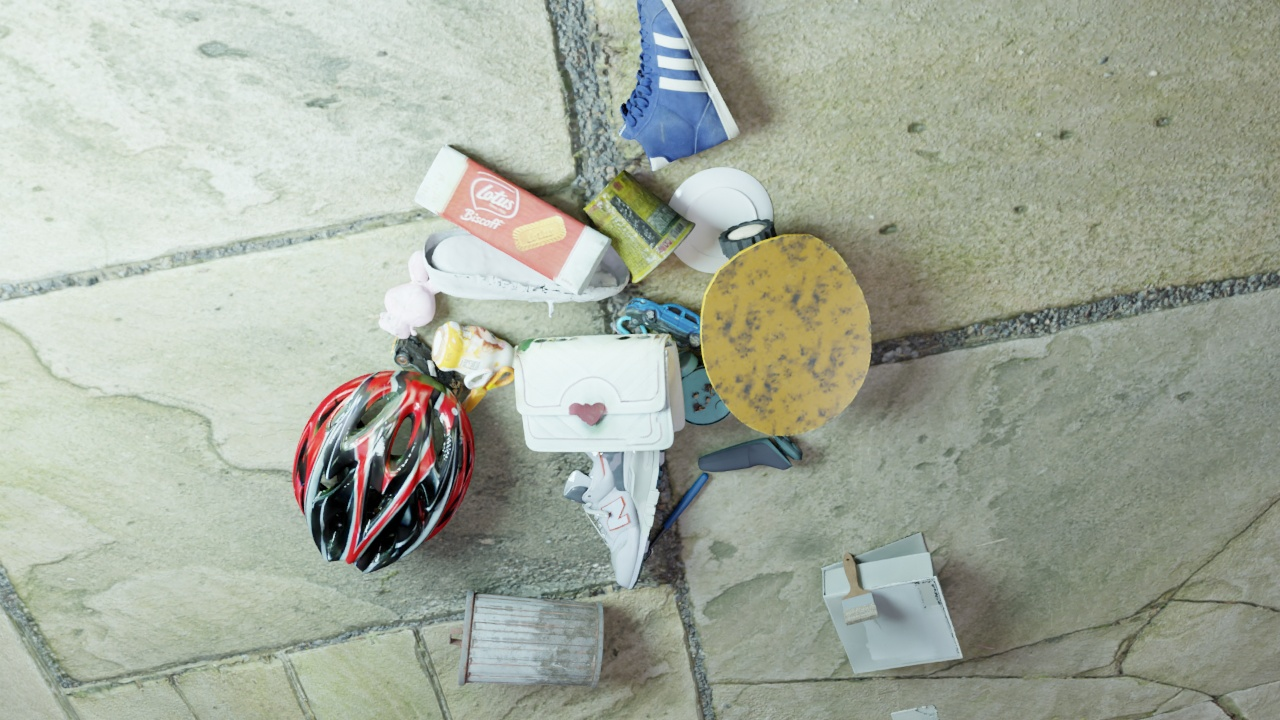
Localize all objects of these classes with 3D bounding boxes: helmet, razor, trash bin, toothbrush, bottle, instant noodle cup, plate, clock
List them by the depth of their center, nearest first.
[{"bbox_3d":[-0.006,-0.162,1.085,0.102,0.102,0.108,-42,99,14],"label":"instant noodle cup"},{"bbox_3d":[0.160,-0.045,1.127,0.205,0.131,0.255,-22,114,-5],"label":"helmet"},{"bbox_3d":[0.098,-0.170,1.131,0.134,0.011,0.135,-2,115,-4],"label":"plate"},{"bbox_3d":[-0.323,0.139,1.155,0.217,0.166,0.273,21,115,-16],"label":"helmet"},{"bbox_3d":[-0.205,-0.011,1.156,0.108,0.063,0.063,12,114,-26],"label":"bottle"},{"bbox_3d":[0.068,0.034,1.197,0.124,0.053,0.090,21,110,-18],"label":"clock"},{"bbox_3d":[0.150,0.133,1.262,0.143,0.047,0.052,-12,91,4],"label":"razor"},{"bbox_3d":[0.047,0.224,1.308,0.014,0.014,0.168,40,106,16],"label":"toothbrush"},{"bbox_3d":[-0.166,0.401,1.314,0.211,0.130,0.131,6,114,-9],"label":"trash bin"}]

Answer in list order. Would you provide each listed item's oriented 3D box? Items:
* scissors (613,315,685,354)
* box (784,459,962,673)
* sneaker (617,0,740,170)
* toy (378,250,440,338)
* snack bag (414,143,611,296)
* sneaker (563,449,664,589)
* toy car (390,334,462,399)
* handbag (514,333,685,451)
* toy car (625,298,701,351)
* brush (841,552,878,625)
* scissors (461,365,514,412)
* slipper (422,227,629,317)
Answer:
[{"bbox_3d":[-0.008,0.007,1.207,0.135,0.015,0.135,-33,111,10],"label":"scissors"},{"bbox_3d":[0.360,0.309,1.488,0.172,0.403,0.169,-21,115,6],"label":"box"},{"bbox_3d":[0.005,-0.321,1.017,0.118,0.091,0.233,-28,122,11],"label":"sneaker"},{"bbox_3d":[-0.275,-0.079,1.128,0.063,0.047,0.110,34,91,-9],"label":"toy"},{"bbox_3d":[-0.147,-0.163,1.059,0.225,0.041,0.077,30,94,0],"label":"snack bag"},{"bbox_3d":[-0.044,0.194,1.257,0.124,0.088,0.240,10,105,-4],"label":"sneaker"},{"bbox_3d":[-0.280,0.015,1.169,0.047,0.047,0.112,-31,118,27],"label":"toy car"},{"bbox_3d":[-0.050,0.038,1.143,0.199,0.096,0.142,-3,105,18],"label":"handbag"},{"bbox_3d":[0.038,-0.049,1.163,0.120,0.056,0.043,24,81,-19],"label":"toy car"},{"bbox_3d":[0.304,0.319,1.302,0.045,0.142,0.008,-19,114,13],"label":"brush"},{"bbox_3d":[-0.210,0.040,1.172,0.070,0.013,0.131,2,151,-39],"label":"scissors"},{"bbox_3d":[-0.135,-0.108,1.106,0.246,0.075,0.112,1,79,-11],"label":"slipper"}]
